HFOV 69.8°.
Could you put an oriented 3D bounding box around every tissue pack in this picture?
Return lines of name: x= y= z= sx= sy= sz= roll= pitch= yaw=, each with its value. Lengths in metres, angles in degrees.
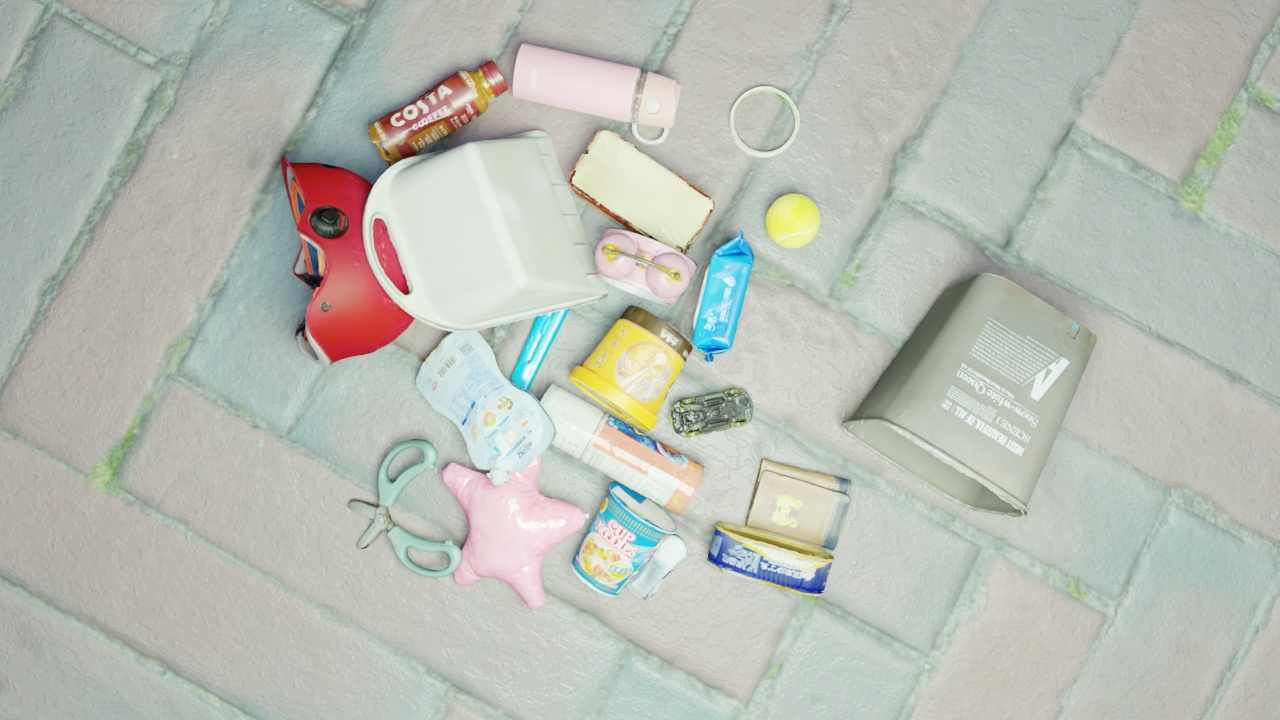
tissue pack: x=0.098 y=-0.074 z=1.098 sx=0.052 sy=0.095 sz=0.157 roll=14 pitch=90 yaw=5

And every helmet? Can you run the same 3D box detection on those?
helmet: x=-0.329 y=-0.117 z=1.054 sx=0.143 sy=0.207 sz=0.240 roll=-7 pitch=83 yaw=-23

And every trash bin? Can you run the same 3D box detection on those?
trash bin: x=0.383 y=0.037 z=1.057 sx=0.199 sy=0.199 sz=0.219 roll=33 pitch=84 yaw=0

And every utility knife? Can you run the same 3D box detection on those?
utility knife: x=-0.128 y=-0.015 z=1.135 sx=0.034 sy=0.018 sz=0.179 roll=25 pitch=91 yaw=-1

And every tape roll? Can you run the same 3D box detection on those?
tape roll: x=0.153 y=-0.295 z=1.137 sx=0.086 sy=0.014 sz=0.086 roll=0 pitch=90 yaw=-1

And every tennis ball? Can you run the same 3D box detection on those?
tennis ball: x=0.185 y=-0.169 z=1.112 sx=0.065 sy=0.065 sz=0.065 roll=0 pitch=90 yaw=0

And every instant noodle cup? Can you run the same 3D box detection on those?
instant noodle cup: x=-0.025 y=0.220 z=1.103 sx=0.099 sy=0.099 sz=0.110 roll=33 pitch=97 yaw=0
instant noodle cup: x=-0.006 y=0.006 z=1.091 sx=0.118 sy=0.118 sz=0.114 roll=33 pitch=81 yaw=0

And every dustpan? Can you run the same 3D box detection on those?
dustpan: x=-0.181 y=-0.143 z=1.049 sx=0.143 sy=0.257 sz=0.222 roll=-20 pitch=90 yaw=21

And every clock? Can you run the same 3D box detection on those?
clock: x=0.003 y=-0.108 z=1.066 sx=0.117 sy=0.158 sz=0.060 roll=22 pitch=87 yaw=1

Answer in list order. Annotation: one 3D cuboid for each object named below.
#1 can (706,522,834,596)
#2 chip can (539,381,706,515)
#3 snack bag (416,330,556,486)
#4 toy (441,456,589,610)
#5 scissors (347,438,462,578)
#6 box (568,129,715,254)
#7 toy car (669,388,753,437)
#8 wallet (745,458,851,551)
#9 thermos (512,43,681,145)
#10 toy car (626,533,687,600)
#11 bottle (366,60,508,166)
can: x=0.156 y=0.240 z=1.109 sx=0.148 sy=0.074 sz=0.049 roll=15 pitch=92 yaw=-1
chip can: x=-0.029 y=0.108 z=1.109 sx=0.215 sy=0.071 sz=0.071 roll=29 pitch=90 yaw=0
snack bag: x=-0.185 y=0.054 z=1.088 sx=0.110 sy=0.039 sz=0.191 roll=-45 pitch=68 yaw=5
toy: x=-0.148 y=0.206 z=1.105 sx=0.179 sy=0.074 sz=0.194 roll=-6 pitch=94 yaw=11
scissors: x=-0.278 y=0.174 z=1.110 sx=0.170 sy=0.019 sz=0.179 roll=21 pitch=100 yaw=18
box: x=0.003 y=-0.201 z=1.105 sx=0.168 sy=0.077 sz=0.091 roll=33 pitch=90 yaw=-1
toy car: x=0.087 y=0.064 z=1.130 sx=0.105 sy=0.032 sz=0.048 roll=-11 pitch=90 yaw=-12
wallet: x=0.195 y=0.177 z=1.131 sx=0.115 sy=0.033 sz=0.090 roll=15 pitch=91 yaw=3
thermos: x=-0.053 y=-0.322 z=1.116 sx=0.198 sy=0.067 sz=0.087 roll=13 pitch=121 yaw=-2
toy car: x=0.020 y=0.253 z=1.129 sx=0.043 sy=0.034 sz=0.090 roll=42 pitch=89 yaw=3
bottle: x=-0.244 y=-0.302 z=1.114 sx=0.175 sy=0.057 sz=0.057 roll=-32 pitch=90 yaw=0
